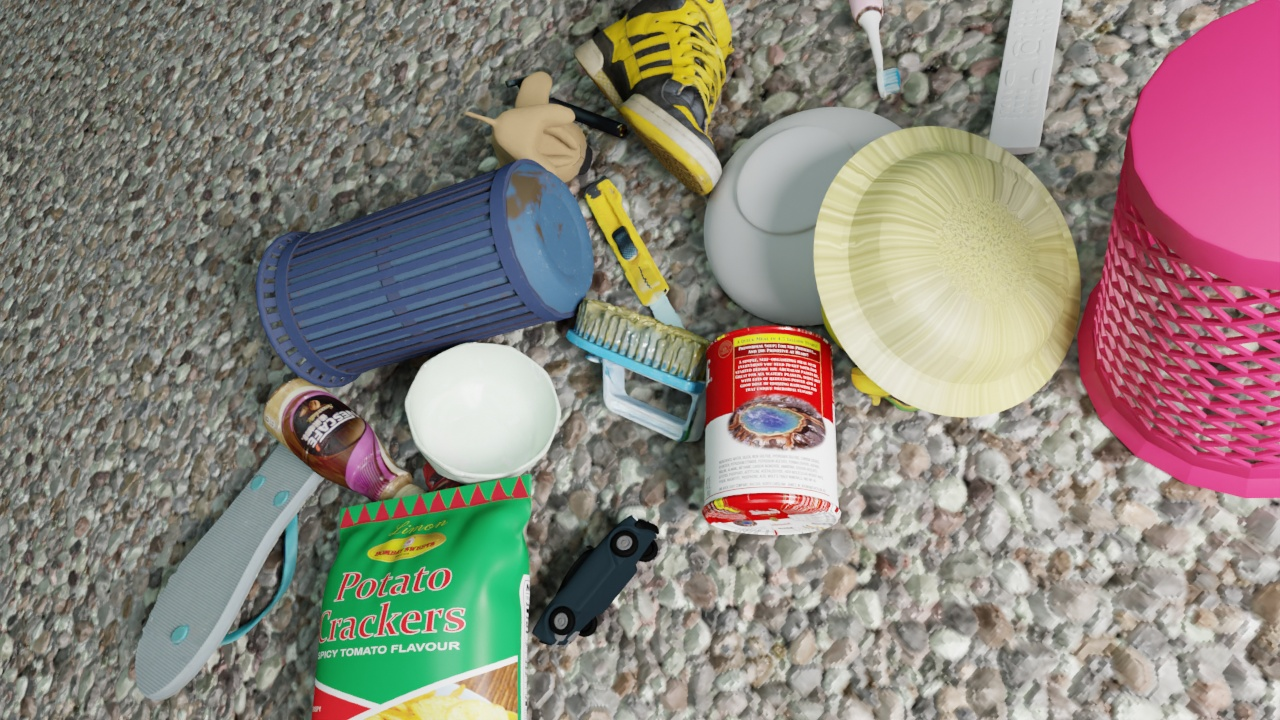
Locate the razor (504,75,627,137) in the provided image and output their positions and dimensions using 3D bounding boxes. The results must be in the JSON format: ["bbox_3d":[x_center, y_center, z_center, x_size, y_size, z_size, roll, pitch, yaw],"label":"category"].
[{"bbox_3d":[-0.066,-0.234,0.853,0.042,0.022,0.144,-30,51,-35],"label":"razor"}]

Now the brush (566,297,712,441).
[{"bbox_3d":[-0.004,0.004,0.694,0.136,0.055,0.075,23,100,34],"label":"brush"}]

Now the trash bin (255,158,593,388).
[{"bbox_3d":[-0.171,-0.071,0.756,0.250,0.139,0.139,-13,63,22],"label":"trash bin"}]

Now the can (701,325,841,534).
[{"bbox_3d":[0.085,0.048,0.603,0.087,0.086,0.116,-9,64,25],"label":"can"}]

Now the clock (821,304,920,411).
[{"bbox_3d":[0.168,-0.025,0.600,0.083,0.057,0.119,-22,95,4],"label":"clock"}]

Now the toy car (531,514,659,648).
[{"bbox_3d":[-0.031,0.154,0.645,0.034,0.046,0.112,40,92,30],"label":"toy car"}]

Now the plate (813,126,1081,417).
[{"bbox_3d":[0.197,-0.060,0.550,0.184,0.036,0.184,2,80,-14],"label":"plate"}]

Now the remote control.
[{"bbox_3d":[0.276,-0.206,0.657,0.033,0.012,0.130,7,72,28],"label":"remote control"}]

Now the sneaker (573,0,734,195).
[{"bbox_3d":[0.036,-0.231,0.743,0.122,0.086,0.238,-41,45,9],"label":"sneaker"}]

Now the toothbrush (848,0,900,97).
[{"bbox_3d":[0.181,-0.301,0.744,0.027,0.027,0.222,-17,62,24],"label":"toothbrush"}]

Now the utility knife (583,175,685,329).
[{"bbox_3d":[-0.004,-0.087,0.758,0.030,0.018,0.191,-40,58,19],"label":"utility knife"}]

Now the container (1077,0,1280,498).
[{"bbox_3d":[0.307,-0.050,0.441,0.183,0.225,0.183,-11,63,24],"label":"container"}]

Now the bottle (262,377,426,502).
[{"bbox_3d":[-0.244,0.081,0.775,0.166,0.059,0.059,35,87,19],"label":"bottle"}]

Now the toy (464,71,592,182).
[{"bbox_3d":[-0.094,-0.191,0.796,0.106,0.108,0.134,18,95,-3],"label":"toy"}]

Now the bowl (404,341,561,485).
[{"bbox_3d":[-0.125,0.049,0.720,0.117,0.061,0.117,6,59,-10],"label":"bowl"}]

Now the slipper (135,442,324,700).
[{"bbox_3d":[-0.347,0.171,0.815,0.098,0.055,0.268,12,64,35],"label":"slipper"}]

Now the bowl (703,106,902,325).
[{"bbox_3d":[0.121,-0.117,0.669,0.177,0.066,0.176,-12,64,24],"label":"bowl"}]

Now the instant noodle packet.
[{"bbox_3d":[-0.158,0.219,0.656,0.196,0.090,0.252,-13,66,29],"label":"instant noodle packet"}]

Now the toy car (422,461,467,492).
[{"bbox_3d":[-0.148,0.108,0.737,0.042,0.036,0.091,-39,50,9],"label":"toy car"}]
